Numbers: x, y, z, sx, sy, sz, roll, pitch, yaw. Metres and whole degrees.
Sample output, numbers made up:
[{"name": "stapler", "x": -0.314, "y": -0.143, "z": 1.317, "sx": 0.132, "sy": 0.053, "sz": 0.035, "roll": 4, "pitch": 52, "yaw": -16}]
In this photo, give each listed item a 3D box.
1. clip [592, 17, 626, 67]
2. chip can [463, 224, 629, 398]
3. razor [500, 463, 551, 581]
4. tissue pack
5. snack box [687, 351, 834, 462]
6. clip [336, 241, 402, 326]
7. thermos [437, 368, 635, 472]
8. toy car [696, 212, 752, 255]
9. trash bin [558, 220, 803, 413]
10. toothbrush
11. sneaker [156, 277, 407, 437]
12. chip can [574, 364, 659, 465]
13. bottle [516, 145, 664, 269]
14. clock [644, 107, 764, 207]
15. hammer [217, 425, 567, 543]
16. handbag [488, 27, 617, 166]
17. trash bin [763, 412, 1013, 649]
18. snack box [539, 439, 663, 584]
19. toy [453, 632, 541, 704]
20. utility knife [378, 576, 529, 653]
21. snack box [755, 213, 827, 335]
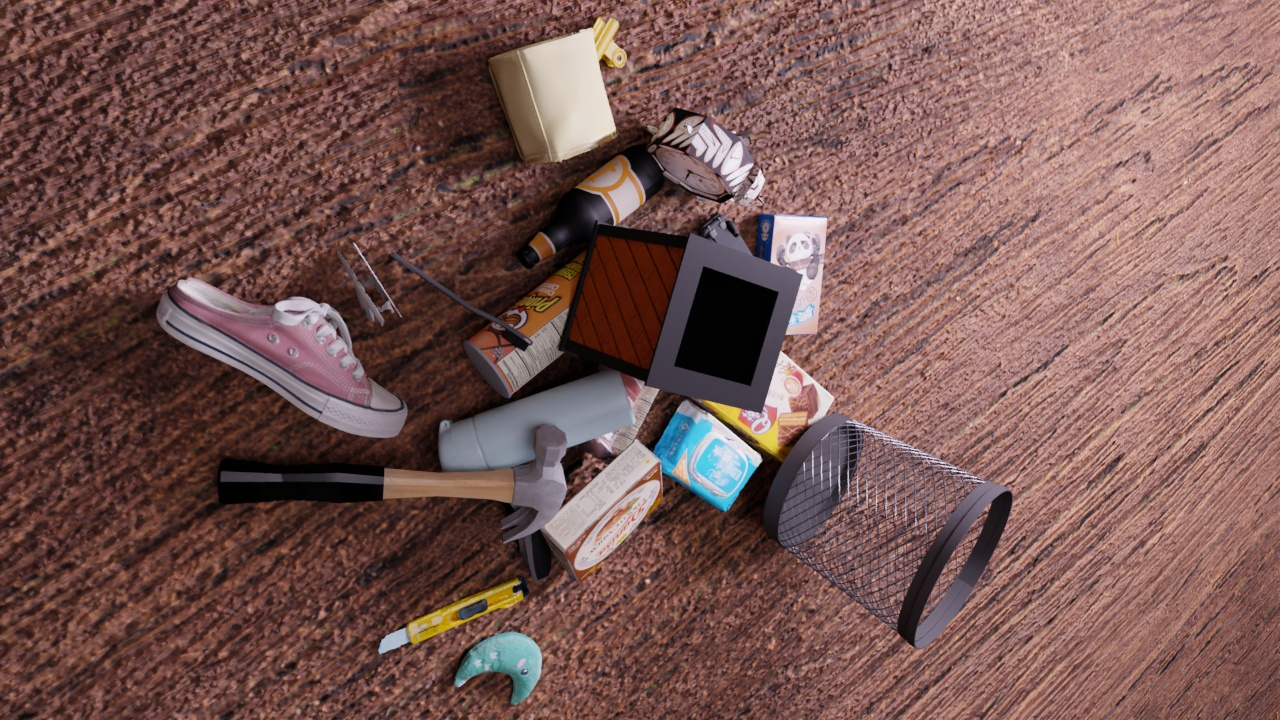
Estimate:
[{"name": "clip", "x": -0.035, "y": -0.336, "z": 0.985, "sx": 0.049, "sy": 0.045, "sz": 0.054, "roll": 29, "pitch": 83, "yaw": -7}, {"name": "chip can", "x": -0.083, "y": -0.055, "z": 0.988, "sx": 0.214, "sy": 0.075, "sz": 0.075, "roll": -40, "pitch": 117, "yaw": -18}, {"name": "razor", "x": -0.126, "y": 0.182, "z": 1.028, "sx": 0.060, "sy": 0.057, "sz": 0.156, "roll": -14, "pitch": 115, "yaw": 17}, {"name": "tissue pack", "x": 0.083, "y": 0.121, "z": 1.132, "sx": 0.144, "sy": 0.062, "sz": 0.092, "roll": 37, "pitch": 80, "yaw": -31}, {"name": "snack box", "x": 0.130, "y": 0.030, "z": 1.141, "sx": 0.230, "sy": 0.062, "sz": 0.110, "roll": 37, "pitch": 80, "yaw": -31}, {"name": "clip", "x": -0.255, "y": -0.067, "z": 0.897, "sx": 0.050, "sy": 0.102, "sz": 0.058, "roll": -32, "pitch": 158, "yaw": -10}, {"name": "thermos", "x": -0.112, "y": 0.071, "z": 0.968, "sx": 0.207, "sy": 0.065, "sz": 0.078, "roll": -19, "pitch": 89, "yaw": -3}, {"name": "toy car", "x": 0.110, "y": -0.125, "z": 1.112, "sx": 0.046, "sy": 0.034, "sz": 0.112, "roll": -40, "pitch": 110, "yaw": -13}, {"name": "trash bin", "x": 0.035, "y": -0.046, "z": 0.913, "sx": 0.139, "sy": 0.172, "sz": 0.140, "roll": 14, "pitch": 93, "yaw": -34}, {"name": "toothbrush", "x": -0.180, "y": -0.060, "z": 0.922, "sx": 0.167, "sy": 0.013, "sz": 0.013, "roll": 35, "pitch": 80, "yaw": -2}, {"name": "sneaker", "x": -0.311, "y": -0.015, "z": 0.845, "sx": 0.241, "sy": 0.118, "sz": 0.088, "roll": 33, "pitch": 100, "yaw": -26}, {"name": "chip can", "x": -0.006, "y": 0.006, "z": 1.049, "sx": 0.079, "sy": 0.080, "sz": 0.229, "roll": 30, "pitch": 84, "yaw": -32}, {"name": "bottle", "x": -0.058, "y": -0.160, "z": 0.990, "sx": 0.181, "sy": 0.059, "sz": 0.059, "roll": -40, "pitch": 117, "yaw": -18}, {"name": "clock", "x": 0.083, "y": -0.223, "z": 1.029, "sx": 0.154, "sy": 0.115, "sz": 0.065, "roll": 35, "pitch": 81, "yaw": -34}, {"name": "hammer", "x": -0.237, "y": 0.122, "z": 0.906, "sx": 0.328, "sy": 0.039, "sz": 0.131, "roll": 3, "pitch": 123, "yaw": -16}, {"name": "handbag", "x": -0.085, "y": -0.268, "z": 0.944, "sx": 0.111, "sy": 0.081, "sz": 0.119, "roll": -29, "pitch": 112, "yaw": -31}, {"name": "trash bin", "x": 0.301, "y": 0.200, "z": 1.146, "sx": 0.217, "sy": 0.227, "sz": 0.218, "roll": -32, "pitch": 138, "yaw": -35}, {"name": "snack box", "x": -0.039, "y": 0.173, "z": 1.036, "sx": 0.143, "sy": 0.041, "sz": 0.147, "roll": -42, "pitch": 159, "yaw": -16}, {"name": "toy", "x": -0.155, "y": 0.354, "z": 1.060, "sx": 0.105, "sy": 0.033, "sz": 0.085, "roll": 35, "pitch": 92, "yaw": -32}, {"name": "utility knife", "x": -0.206, "y": 0.285, "z": 1.025, "sx": 0.178, "sy": 0.017, "sz": 0.030, "roll": -17, "pitch": 99, "yaw": -24}, {"name": "snack box", "x": 0.187, "y": -0.108, "z": 1.162, "sx": 0.087, "sy": 0.034, "sz": 0.151, "roll": -3, "pitch": 102, "yaw": -30}]
